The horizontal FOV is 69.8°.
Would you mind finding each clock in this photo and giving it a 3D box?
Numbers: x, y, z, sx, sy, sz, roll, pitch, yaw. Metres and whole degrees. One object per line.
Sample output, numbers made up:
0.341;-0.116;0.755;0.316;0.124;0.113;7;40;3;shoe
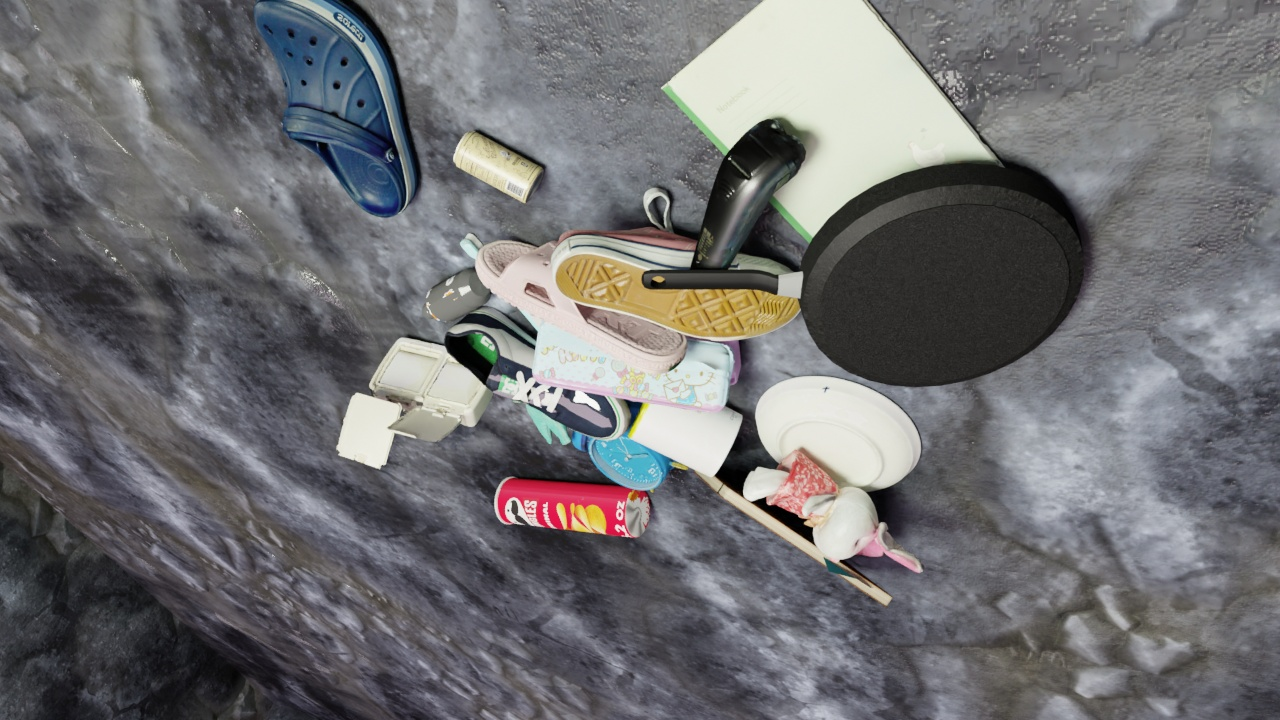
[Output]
-0.022;0.095;1.122;0.161;0.060;0.117;36;143;-6;clock

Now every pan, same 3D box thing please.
0.178;-0.059;0.757;0.356;0.034;0.226;0;136;3;pan

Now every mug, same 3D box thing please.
0.050;0.073;1.036;0.106;0.082;0.083;27;142;0;mug

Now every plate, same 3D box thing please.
0.209;0.091;1.000;0.182;0.034;0.183;17;141;14;plate

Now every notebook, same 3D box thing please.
0.184;0.209;1.085;0.249;0.014;0.178;34;178;-8;notebook
0.160;-0.176;0.741;0.252;0.010;0.182;43;141;-18;notebook

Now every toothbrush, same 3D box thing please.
-0.141;-0.073;1.040;0.016;0.016;0.180;-12;129;38;toothbrush

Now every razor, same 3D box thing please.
0.086;-0.125;0.763;0.054;0.067;0.152;52;133;35;razor

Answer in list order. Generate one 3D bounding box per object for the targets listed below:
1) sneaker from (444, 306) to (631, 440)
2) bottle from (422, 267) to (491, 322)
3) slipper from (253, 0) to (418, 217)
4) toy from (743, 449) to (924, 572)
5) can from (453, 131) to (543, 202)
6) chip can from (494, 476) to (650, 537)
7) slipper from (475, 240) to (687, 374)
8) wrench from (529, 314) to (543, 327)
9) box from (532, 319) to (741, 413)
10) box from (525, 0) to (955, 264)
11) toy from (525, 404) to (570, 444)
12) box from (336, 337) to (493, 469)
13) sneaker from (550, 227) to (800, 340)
-0.122;0.026;1.048;0.235;0.078;0.084;32;122;11;sneaker
-0.216;-0.072;1.059;0.113;0.046;0.047;-20;122;44;bottle
-0.289;-0.233;0.884;0.105;0.095;0.253;12;143;23;slipper
0.206;0.168;0.995;0.194;0.084;0.159;31;171;-5;toy
-0.137;-0.187;0.886;0.079;0.038;0.038;28;142;-1;can
-0.097;0.204;1.287;0.221;0.069;0.069;0;134;31;chip can
-0.054;-0.072;0.913;0.239;0.094;0.065;31;128;17;slipper
0.002;-0.045;0.984;0.274;0.018;0.087;7;138;23;wrench
-0.004;-0.006;0.967;0.214;0.096;0.077;9;120;16;box
0.058;-0.215;0.469;0.214;0.325;0.152;-18;155;41;box
-0.118;0.066;1.147;0.085;0.033;0.105;66;163;-3;toy
-0.268;0.045;1.107;0.143;0.190;0.069;11;139;10;box
0.035;-0.086;0.863;0.241;0.087;0.119;10;132;-12;sneaker
